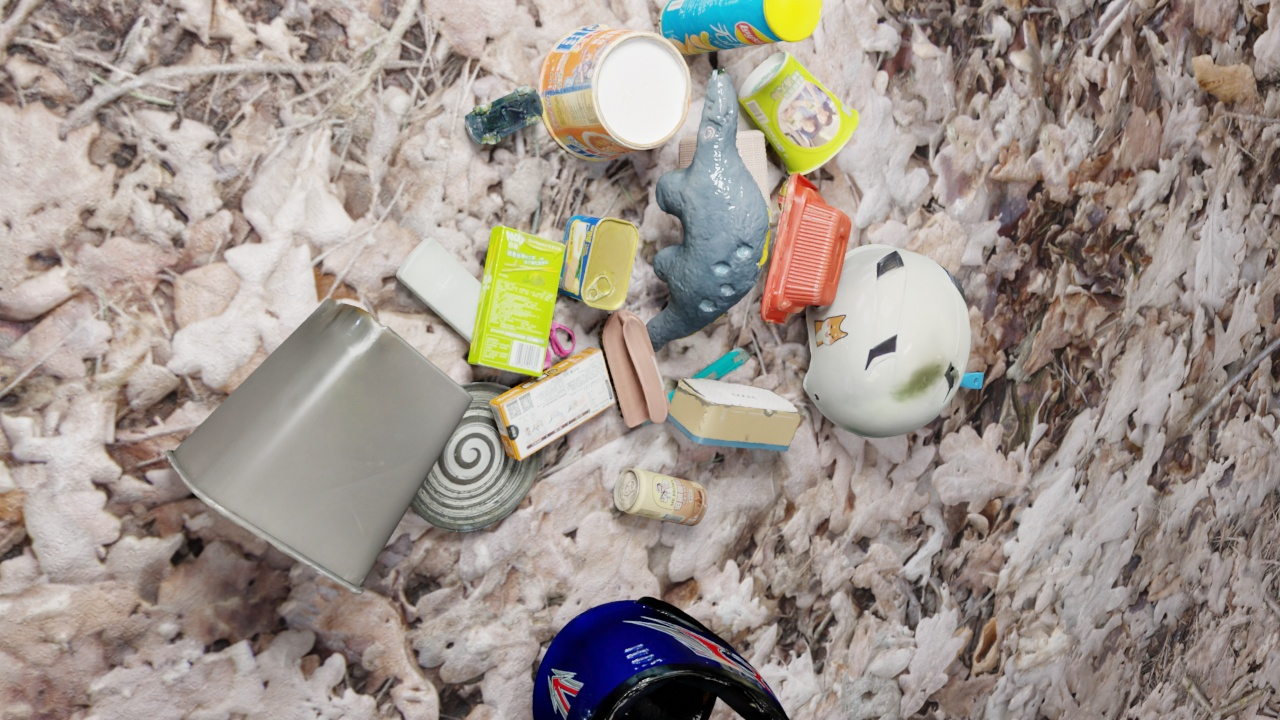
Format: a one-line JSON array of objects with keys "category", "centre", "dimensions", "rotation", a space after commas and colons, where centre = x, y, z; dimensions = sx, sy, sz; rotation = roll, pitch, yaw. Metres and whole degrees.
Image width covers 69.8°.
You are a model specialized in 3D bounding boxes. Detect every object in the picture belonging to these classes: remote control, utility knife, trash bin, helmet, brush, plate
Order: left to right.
[{"category": "trash bin", "centre": [-0.305, 0.073, 0.903], "dimensions": [0.199, 0.199, 0.219], "rotation": [44, 72, -32]}, {"category": "remote control", "centre": [-0.200, -0.067, 1.015], "dimensions": [0.150, 0.021, 0.058], "rotation": [46, 69, -31]}, {"category": "plate", "centre": [-0.195, 0.110, 1.058], "dimensions": [0.179, 0.024, 0.179], "rotation": [-9, 106, -34]}, {"category": "brush", "centre": [-0.007, 0.006, 1.116], "dimensions": [0.063, 0.073, 0.146], "rotation": [-24, 111, -22]}, {"category": "helmet", "centre": [0.018, 0.428, 1.133], "dimensions": [0.315, 0.240, 0.247], "rotation": [29, 88, -22]}, {"category": "utility knife", "centre": [0.074, 0.034, 1.203], "dimensions": [0.181, 0.013, 0.029], "rotation": [-34, 117, -18]}, {"category": "helmet", "centre": [0.347, -0.029, 1.229], "dimensions": [0.230, 0.157, 0.274], "rotation": [16, 86, -15]}, {"category": "brush", "centre": [0.419, 0.027, 1.374], "dimensions": [0.254, 0.046, 0.083], "rotation": [3, 97, -24]}]

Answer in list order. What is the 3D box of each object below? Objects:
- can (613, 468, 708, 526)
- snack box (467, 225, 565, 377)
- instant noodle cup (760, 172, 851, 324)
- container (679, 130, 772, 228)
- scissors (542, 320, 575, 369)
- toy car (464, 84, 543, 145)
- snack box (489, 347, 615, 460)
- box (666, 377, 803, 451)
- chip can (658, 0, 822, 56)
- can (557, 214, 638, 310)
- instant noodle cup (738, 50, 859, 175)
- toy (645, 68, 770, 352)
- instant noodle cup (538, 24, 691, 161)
[{"category": "can", "centre": [0.028, 0.177, 1.187], "dimensions": [0.116, 0.058, 0.058], "rotation": [18, 93, -32]}, {"category": "snack box", "centre": [-0.138, -0.065, 1.030], "dimensions": [0.085, 0.026, 0.156], "rotation": [12, 86, -38]}, {"category": "instant noodle cup", "centre": [0.211, -0.132, 1.161], "dimensions": [0.164, 0.079, 0.189], "rotation": [-9, 113, -69]}, {"category": "container", "centre": [0.100, -0.219, 1.113], "dimensions": [0.090, 0.090, 0.111], "rotation": [-11, 104, -27]}, {"category": "scissors", "centre": [-0.114, -0.059, 1.074], "dimensions": [0.073, 0.017, 0.137], "rotation": [-19, 108, -24]}, {"category": "toy car", "centre": [-0.147, -0.264, 0.990], "dimensions": [0.090, 0.034, 0.043], "rotation": [-33, 114, -21]}, {"category": "snack box", "centre": [-0.100, 0.049, 1.082], "dimensions": [0.153, 0.026, 0.075], "rotation": [-30, 118, -33]}, {"category": "box", "centre": [0.117, 0.069, 1.184], "dimensions": [0.184, 0.090, 0.061], "rotation": [7, 110, -32]}, {"category": "chip can", "centre": [0.103, -0.375, 1.000], "dimensions": [0.071, 0.210, 0.071], "rotation": [-7, 105, -28]}, {"category": "can", "centre": [-0.053, -0.115, 1.052], "dimensions": [0.057, 0.083, 0.102], "rotation": [8, 98, -31]}, {"category": "instant noodle cup", "centre": [0.188, -0.311, 1.133], "dimensions": [0.123, 0.112, 0.111], "rotation": [42, 80, -23]}, {"category": "toy", "centre": [0.078, -0.140, 1.037], "dimensions": [0.091, 0.138, 0.357], "rotation": [-23, 134, -43]}, {"category": "instant noodle cup", "centre": [-0.023, -0.294, 1.007], "dimensions": [0.151, 0.111, 0.151], "rotation": [-8, 106, -28]}]
